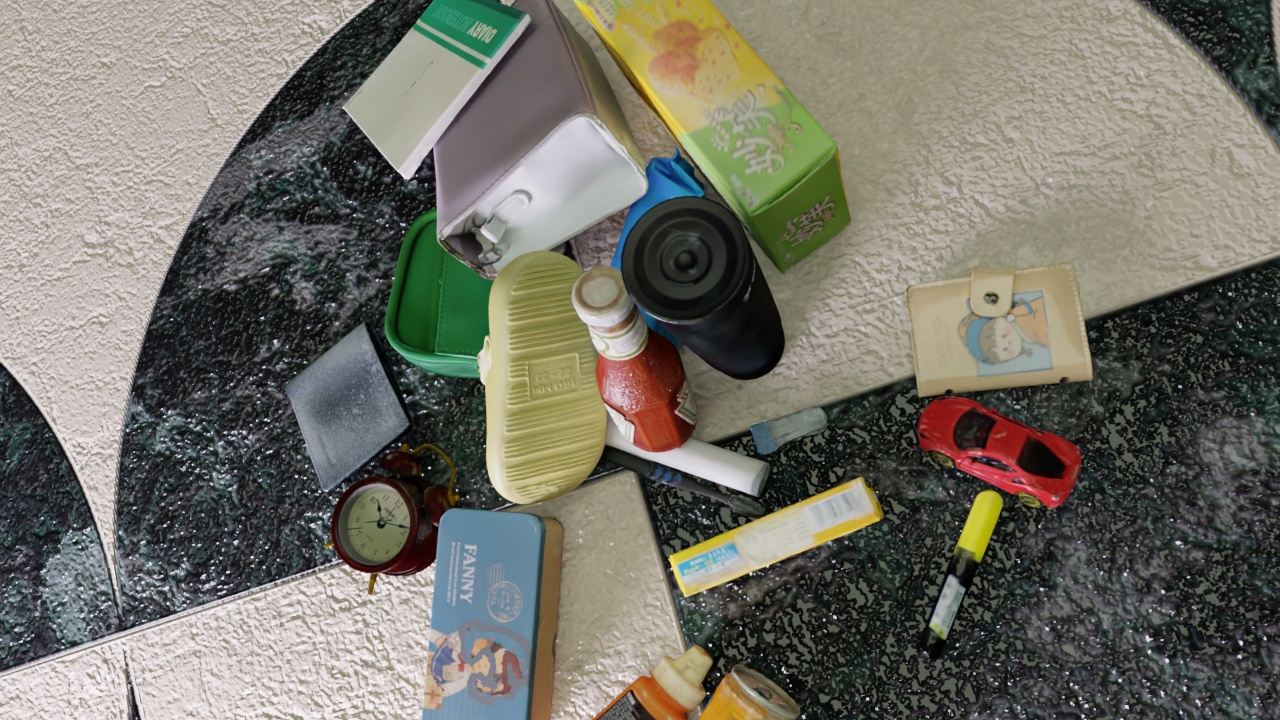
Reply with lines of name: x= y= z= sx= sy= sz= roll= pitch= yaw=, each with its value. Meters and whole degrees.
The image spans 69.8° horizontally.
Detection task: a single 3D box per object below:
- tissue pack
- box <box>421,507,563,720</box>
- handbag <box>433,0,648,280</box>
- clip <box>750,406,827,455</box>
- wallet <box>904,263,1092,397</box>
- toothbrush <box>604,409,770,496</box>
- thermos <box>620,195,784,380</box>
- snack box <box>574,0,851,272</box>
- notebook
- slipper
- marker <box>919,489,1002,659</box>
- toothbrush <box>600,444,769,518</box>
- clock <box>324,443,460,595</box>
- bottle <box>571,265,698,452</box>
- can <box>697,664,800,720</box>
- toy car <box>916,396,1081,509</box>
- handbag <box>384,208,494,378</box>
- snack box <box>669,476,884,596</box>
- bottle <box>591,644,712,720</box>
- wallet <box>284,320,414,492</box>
tissue pack: x=0.018 y=-0.073 z=0.682 sx=0.052 sy=0.095 sz=0.157 roll=17 pitch=85 yaw=17
box: x=-0.109 y=0.193 z=0.697 sx=0.090 sy=0.059 sz=0.184 roll=-1 pitch=83 yaw=16
handbag: x=-0.087 y=-0.168 z=0.691 sx=0.145 sy=0.098 sz=0.196 roll=-31 pitch=45 yaw=14
clip: x=0.110 y=0.051 z=0.674 sx=0.058 sy=0.045 sz=0.027 roll=-18 pitch=74 yaw=4
wallet: x=0.249 y=-0.023 z=0.644 sx=0.115 sy=0.024 sz=0.087 roll=-7 pitch=85 yaw=17
toothbrush: x=-0.009 y=0.056 z=0.705 sx=0.221 sy=0.026 sz=0.026 roll=17 pitch=119 yaw=18
thermos: x=0.049 y=-0.044 z=0.588 sx=0.068 sy=0.242 sz=0.090 roll=-7 pitch=80 yaw=12
snack box: x=0.056 y=-0.175 z=0.652 sx=0.070 sy=0.157 sz=0.210 roll=-38 pitch=73 yaw=8
notebook: x=-0.173 y=-0.237 z=0.748 sx=0.150 sy=0.012 sz=0.209 roll=-50 pitch=38 yaw=3
slipper: x=-0.076 y=0.009 z=0.677 sx=0.091 sy=0.081 sz=0.191 roll=-6 pitch=111 yaw=-22
marker: x=0.219 y=0.147 z=0.630 sx=0.018 sy=0.015 sz=0.124 roll=21 pitch=91 yaw=13
toothbrush: x=0.009 y=0.084 z=0.701 sx=0.190 sy=0.016 sz=0.014 roll=19 pitch=83 yaw=19
clock: x=-0.193 y=0.122 z=0.733 sx=0.082 sy=0.055 sz=0.122 roll=41 pitch=92 yaw=19
bottle: x=-0.004 y=0.004 z=0.596 sx=0.060 sy=0.206 sz=0.059 roll=-5 pitch=65 yaw=10
can: x=0.050 y=0.288 z=0.635 sx=0.058 sy=0.058 sz=0.146 roll=32 pitch=91 yaw=18
toy car: x=0.241 y=0.059 z=0.621 sx=0.106 sy=0.031 sz=0.049 roll=25 pitch=67 yaw=21
handbag: x=-0.137 y=-0.050 z=0.743 sx=0.120 sy=0.068 sz=0.131 roll=12 pitch=84 yaw=10
snack box: x=0.097 y=0.121 z=0.631 sx=0.140 sy=0.087 sz=0.033 roll=-23 pitch=75 yaw=12
bottle: x=-0.002 y=0.264 z=0.656 sx=0.067 sy=0.067 sz=0.149 roll=41 pitch=87 yaw=18
wallet: x=-0.245 y=0.038 z=0.769 sx=0.097 sy=0.019 sz=0.120 roll=-38 pitch=59 yaw=10
